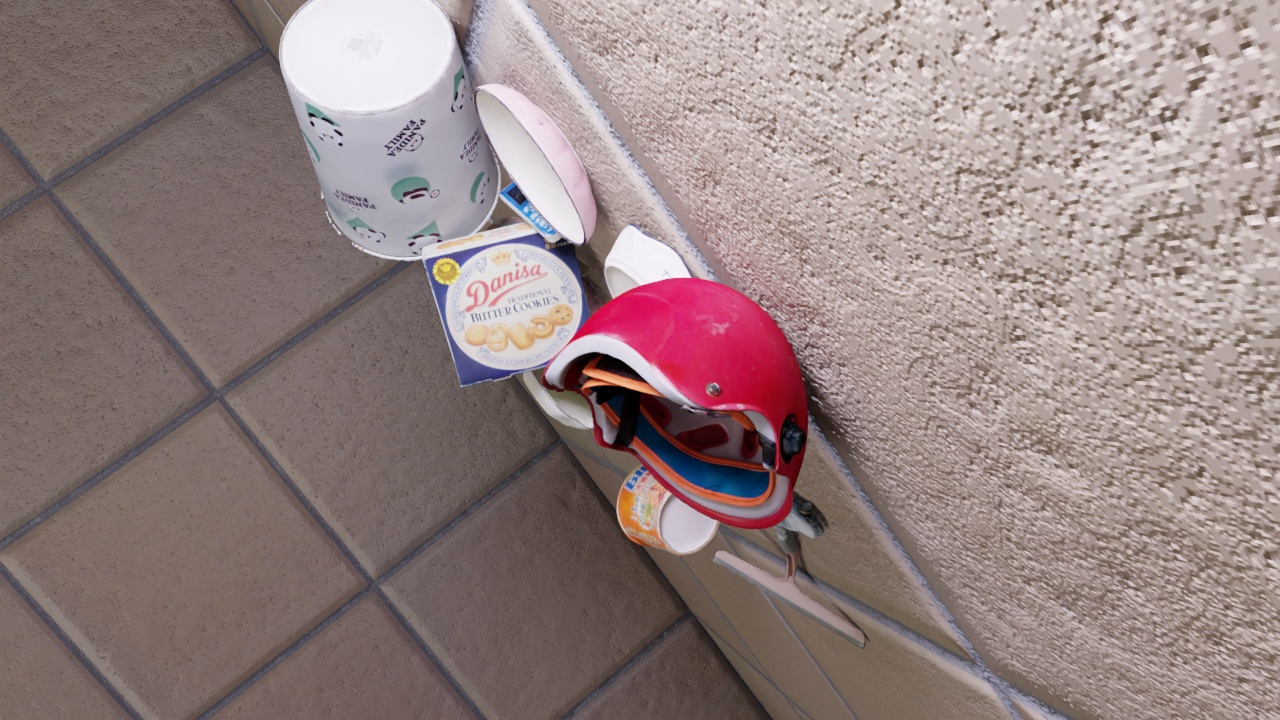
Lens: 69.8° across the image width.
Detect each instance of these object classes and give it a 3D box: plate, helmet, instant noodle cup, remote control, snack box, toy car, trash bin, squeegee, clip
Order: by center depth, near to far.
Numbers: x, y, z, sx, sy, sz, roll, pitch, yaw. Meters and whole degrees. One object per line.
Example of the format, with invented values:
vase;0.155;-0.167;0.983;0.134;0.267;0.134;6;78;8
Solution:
helmet;0.055;0.024;0.784;0.207;0.143;0.240;2;142;47
plate;0.032;-0.040;0.936;0.205;0.045;0.205;49;169;13
plate;-0.103;-0.209;0.962;0.192;0.039;0.193;50;168;14
toy car;0.176;0.176;1.058;0.090;0.034;0.043;30;152;59
trash bin;-0.288;-0.278;1.067;0.229;0.229;0.252;49;162;16
remote control;-0.119;-0.182;1.087;0.125;0.049;0.024;44;169;38
snack box;-0.160;-0.072;1.139;0.045;0.178;0.183;-112;8;-63
clip;-0.105;-0.141;1.198;0.100;0.034;0.070;29;154;52
squeegee;0.194;0.253;1.210;0.248;0.040;0.250;27;151;30
plate;-0.097;0.030;1.352;0.162;0.034;0.265;53;-161;4
instant noodle cup;0.052;0.244;1.493;0.151;0.151;0.111;57;160;-22

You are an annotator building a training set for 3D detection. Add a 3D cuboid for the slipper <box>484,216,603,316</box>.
slipper;-0.138;-0.104;1.257;0.274;0.114;0.054;54;175;27
